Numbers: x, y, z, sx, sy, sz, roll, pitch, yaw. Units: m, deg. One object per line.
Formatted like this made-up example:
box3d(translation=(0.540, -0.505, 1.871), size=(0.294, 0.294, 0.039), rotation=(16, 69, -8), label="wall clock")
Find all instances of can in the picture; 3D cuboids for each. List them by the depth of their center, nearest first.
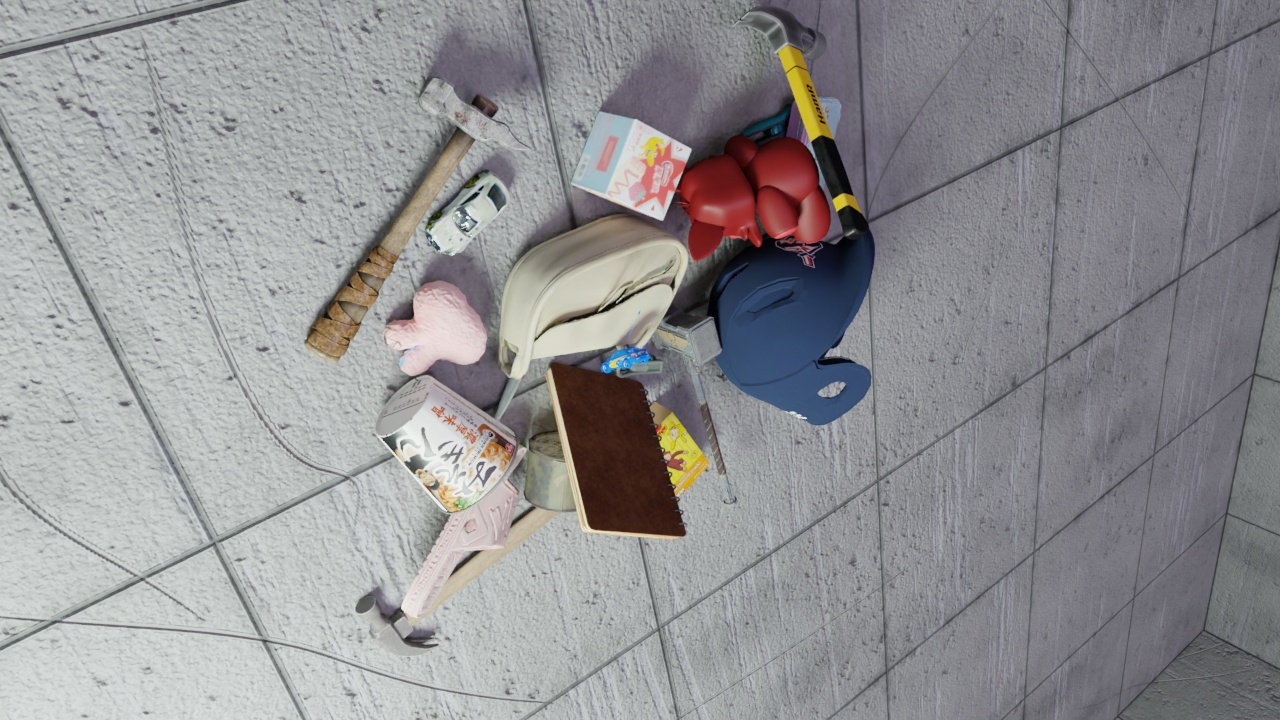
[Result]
box3d(translation=(-0.100, 0.140, 1.157), size=(0.089, 0.090, 0.075), rotation=(-6, 112, -36), label="can")

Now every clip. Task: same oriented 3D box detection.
box3d(translation=(-0.007, 0.007, 1.213), size=(0.076, 0.044, 0.023), rotation=(-5, 110, -35), label="clip")

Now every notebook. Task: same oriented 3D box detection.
box3d(translation=(-0.029, 0.114, 1.137), size=(0.167, 0.225, 0.024), rotation=(14, 139, -41), label="notebook")

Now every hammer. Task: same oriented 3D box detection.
box3d(translation=(-0.244, -0.136, 0.950), size=(0.121, 0.049, 0.319), rotation=(33, 92, -23), label="hammer")
box3d(translation=(0.208, -0.292, 1.110), size=(0.169, 0.034, 0.324), rotation=(3, 65, -45), label="hammer")
box3d(translation=(-0.200, 0.252, 1.178), size=(0.330, 0.031, 0.119), rotation=(-38, 128, -22), label="hammer")
box3d(translation=(0.091, 0.078, 1.255), size=(0.044, 0.098, 0.322), rotation=(-31, 121, -24), label="hammer")

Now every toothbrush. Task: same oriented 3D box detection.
box3d(translation=(-0.167, 0.054, 1.118), size=(0.022, 0.015, 0.155), rotation=(25, 93, -13), label="toothbrush")

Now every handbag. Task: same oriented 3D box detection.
box3d(translation=(-0.044, -0.065, 1.086), size=(0.228, 0.132, 0.184), rotation=(-10, 123, -37), label="handbag")

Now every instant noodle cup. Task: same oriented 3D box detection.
box3d(translation=(-0.223, 0.087, 1.031), size=(0.123, 0.124, 0.122), rotation=(-49, 121, -11), label="instant noodle cup")

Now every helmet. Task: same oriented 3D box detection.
box3d(translation=(0.208, -0.069, 1.210), size=(0.223, 0.231, 0.273), rotation=(34, 115, -13), label="helmet")

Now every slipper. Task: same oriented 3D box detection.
box3d(translation=(-0.194, 0.205, 1.090), size=(0.239, 0.064, 0.094), rotation=(-58, 172, -12), label="slipper")

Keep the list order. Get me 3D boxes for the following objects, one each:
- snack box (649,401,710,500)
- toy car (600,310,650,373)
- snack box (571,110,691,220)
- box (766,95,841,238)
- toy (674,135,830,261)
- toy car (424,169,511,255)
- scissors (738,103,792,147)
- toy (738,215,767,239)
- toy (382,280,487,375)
box3d(translation=(0.030, 0.134, 1.287), size=(0.088, 0.040, 0.126), rotation=(-46, 130, -12), label="snack box")
box3d(translation=(-0.019, -0.022, 1.111), size=(0.033, 0.092, 0.062), rotation=(-16, 92, -39), label="toy car")
box3d(translation=(-0.010, -0.228, 1.075), size=(0.094, 0.079, 0.093), rotation=(17, 98, -41), label="snack box")
box3d(translation=(0.224, -0.254, 1.260), size=(0.076, 0.033, 0.214), rotation=(-12, 121, -38), label="box")
box3d(translation=(0.126, -0.203, 1.131), size=(0.197, 0.158, 0.121), rotation=(-18, 157, -13), label="toy")
box3d(translation=(-0.186, -0.159, 1.002), size=(0.105, 0.033, 0.048), rotation=(-47, 131, -11), label="toy car")
box3d(translation=(0.188, -0.308, 1.234), size=(0.136, 0.019, 0.138), rotation=(15, 98, -43), label="scissors")
box3d(translation=(0.138, -0.208, 1.228), size=(0.084, 0.033, 0.105), rotation=(-35, 120, -25), label="toy")
box3d(translation=(-0.228, -0.031, 1.015), size=(0.105, 0.053, 0.108), rotation=(-31, 126, -11), label="toy")
